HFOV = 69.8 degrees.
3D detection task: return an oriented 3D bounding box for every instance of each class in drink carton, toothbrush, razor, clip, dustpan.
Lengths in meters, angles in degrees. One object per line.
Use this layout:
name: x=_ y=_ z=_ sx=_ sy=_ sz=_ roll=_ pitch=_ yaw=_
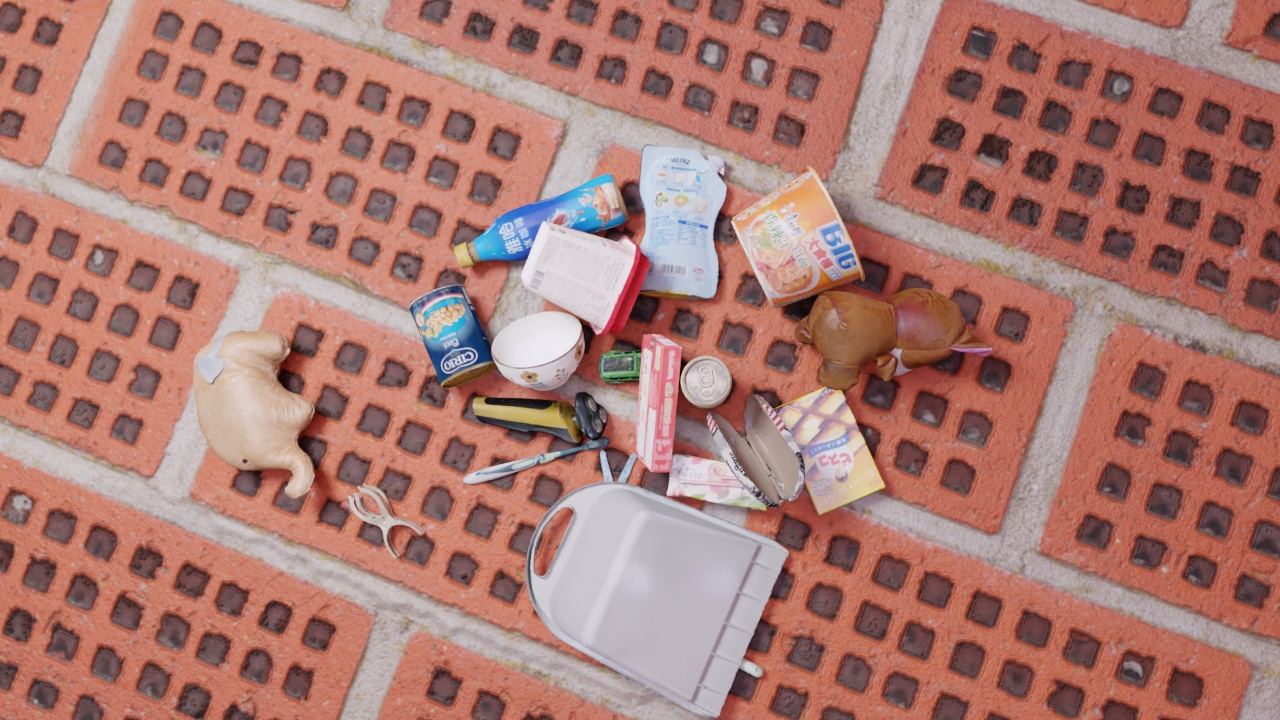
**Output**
drink carton: x=0.095 y=0.147 z=1.109 sx=0.122 sy=0.045 sz=0.053 roll=8 pitch=85 yaw=4
toothbrush: x=0.063 y=0.333 z=1.109 sx=0.189 sy=0.020 sz=0.029 roll=28 pitch=51 yaw=6
razor: x=-0.125 y=0.064 z=1.130 sx=0.167 sy=0.062 sz=0.068 roll=6 pitch=116 yaw=10
toothbrush: x=-0.130 y=0.124 z=1.141 sx=0.191 sy=0.018 sz=0.016 roll=-16 pitch=84 yaw=2
clip: x=-0.319 y=0.195 z=1.141 sx=0.072 sy=0.034 sz=0.100 roll=-42 pitch=88 yaw=-1
dustpan: x=0.002 y=0.266 z=1.104 sx=0.257 sy=0.143 sz=0.222 roll=28 pitch=83 yaw=-24

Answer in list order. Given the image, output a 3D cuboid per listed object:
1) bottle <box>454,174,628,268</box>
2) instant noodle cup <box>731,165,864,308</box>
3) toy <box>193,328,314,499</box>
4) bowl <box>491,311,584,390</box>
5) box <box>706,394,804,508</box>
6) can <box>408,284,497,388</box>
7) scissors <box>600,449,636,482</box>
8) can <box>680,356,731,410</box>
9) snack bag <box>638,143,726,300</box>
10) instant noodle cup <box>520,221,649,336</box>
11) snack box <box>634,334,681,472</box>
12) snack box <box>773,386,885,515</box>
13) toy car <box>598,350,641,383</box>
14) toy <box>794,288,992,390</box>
bottle: x=-0.125 y=-0.167 z=1.142 sx=0.219 sy=0.065 sz=0.065 roll=-20 pitch=84 yaw=3
instant noodle cup: x=0.182 y=-0.138 z=1.083 sx=0.111 sy=0.151 sz=0.151 roll=-26 pitch=84 yaw=10
toy: x=-0.477 y=0.073 z=1.139 sx=0.143 sy=0.082 sz=0.226 roll=-22 pitch=86 yaw=10
bowl: x=-0.120 y=-0.003 z=1.119 sx=0.113 sy=0.113 sz=0.062 roll=-11 pitch=126 yaw=3
box: x=0.125 y=0.105 z=1.058 sx=0.087 sy=0.162 sz=0.076 roll=-5 pitch=124 yaw=-17
can: x=-0.231 y=-0.031 z=1.133 sx=0.075 sy=0.075 sz=0.111 roll=-24 pitch=83 yaw=1
scissors: x=-0.026 y=0.177 z=1.132 sx=0.113 sy=0.017 sz=0.134 roll=26 pitch=84 yaw=7
can: x=0.077 y=0.028 z=1.085 sx=0.058 sy=0.116 sz=0.058 roll=0 pitch=85 yaw=4
snack bag: x=0.049 y=-0.173 z=1.145 sx=0.110 sy=0.039 sz=0.191 roll=4 pitch=84 yaw=10
instant noodle cup: x=-0.069 y=-0.104 z=1.088 sx=0.124 sy=0.116 sz=0.117 roll=21 pitch=101 yaw=-18
snack box: x=0.019 y=0.050 z=1.088 sx=0.025 sy=0.075 sz=0.153 roll=1 pitch=102 yaw=-17
snack box: x=0.226 y=0.106 z=1.111 sx=0.087 sy=0.034 sz=0.140 roll=-23 pitch=86 yaw=2
toy car: x=-0.007 y=0.007 z=1.135 sx=0.091 sy=0.036 sz=0.043 roll=-4 pitch=83 yaw=0
toy: x=0.293 y=-0.028 z=1.077 sx=0.199 sy=0.131 sz=0.140 roll=-12 pitch=46 yaw=-8
